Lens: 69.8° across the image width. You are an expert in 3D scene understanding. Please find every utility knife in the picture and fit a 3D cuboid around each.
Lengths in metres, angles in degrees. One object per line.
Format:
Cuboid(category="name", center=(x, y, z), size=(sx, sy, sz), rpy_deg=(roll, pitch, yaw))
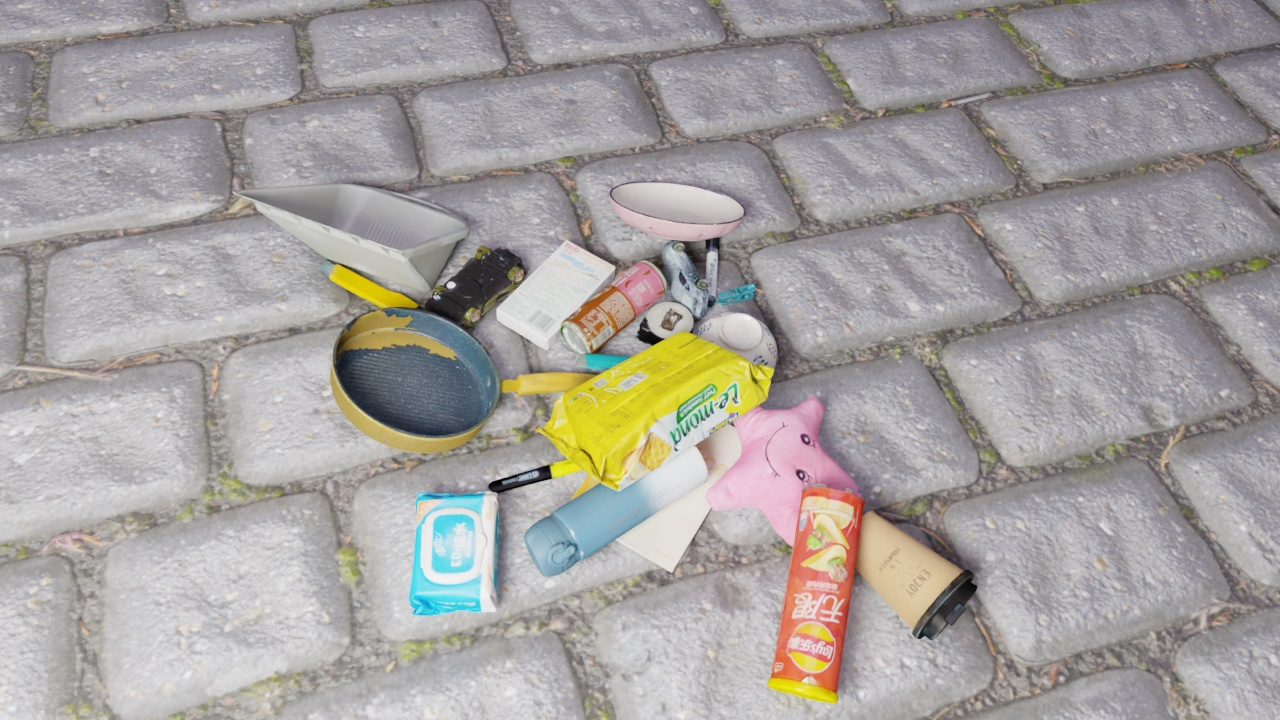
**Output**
Cuboid(category="utility knife", center=(-0.007, 0.007, 1.160), size=(0.160, 0.013, 0.029), rpy_deg=(5, 42, -18))
Cuboid(category="utility knife", center=(-0.353, -0.091, 1.204), size=(0.173, 0.015, 0.033), rpy_deg=(28, 51, 15))

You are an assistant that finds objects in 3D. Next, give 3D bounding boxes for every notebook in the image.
Cuboid(category="notebook", center=(0.026, 0.133, 1.088), size=(0.146, 0.010, 0.205), rpy_deg=(28, 57, 14))

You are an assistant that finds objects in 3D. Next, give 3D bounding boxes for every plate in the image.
Cuboid(category="plate", center=(0.050, -0.205, 1.283), size=(0.192, 0.039, 0.192), rpy_deg=(6, 26, -3))

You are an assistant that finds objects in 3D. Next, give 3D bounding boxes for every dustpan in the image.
Cuboid(category="dustpan", center=(-0.336, -0.190, 1.171), size=(0.223, 0.258, 0.142), rpy_deg=(19, 78, 8))

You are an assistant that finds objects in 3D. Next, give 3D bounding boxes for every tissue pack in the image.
Cuboid(category="tissue pack", center=(-0.198, 0.204, 0.981), size=(0.090, 0.063, 0.139), rpy_deg=(0, 55, -6))

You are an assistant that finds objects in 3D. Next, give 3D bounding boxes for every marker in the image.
Cuboid(category="marker", center=(-0.117, 0.132, 1.071), size=(0.124, 0.015, 0.018), rpy_deg=(-14, 54, -14))
Cuboid(category="marker", center=(0.097, -0.128, 1.278), size=(0.022, 0.018, 0.130), rpy_deg=(3, 53, 6))

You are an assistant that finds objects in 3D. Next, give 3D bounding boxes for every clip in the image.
Cuboid(category="clip", center=(0.131, -0.089, 1.253), size=(0.057, 0.046, 0.014), rpy_deg=(-12, 58, -14))

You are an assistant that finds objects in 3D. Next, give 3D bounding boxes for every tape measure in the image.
Cuboid(category="tape measure", center=(0.036, -0.044, 1.202), size=(0.066, 0.034, 0.065), rpy_deg=(25, 56, 9))

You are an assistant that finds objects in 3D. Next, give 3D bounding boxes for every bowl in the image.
Cuboid(category="bowl", center=(0.123, -0.020, 1.178), size=(0.113, 0.062, 0.113), rpy_deg=(2, 56, -4))

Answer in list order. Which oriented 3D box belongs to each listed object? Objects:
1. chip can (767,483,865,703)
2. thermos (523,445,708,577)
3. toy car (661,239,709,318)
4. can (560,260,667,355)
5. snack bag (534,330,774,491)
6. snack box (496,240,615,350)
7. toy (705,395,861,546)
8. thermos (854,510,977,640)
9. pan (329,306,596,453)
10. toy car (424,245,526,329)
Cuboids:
Cuboid(category="chip can", center=(0.186, 0.242, 0.963), size=(0.073, 0.073, 0.216), rpy_deg=(13, 67, 3))
Cuboid(category="thermos", center=(-0.027, 0.162, 1.015), size=(0.220, 0.070, 0.070), rpy_deg=(-30, 63, -24))
Cuboid(category="toy car", center=(0.057, -0.109, 1.238), size=(0.036, 0.054, 0.120), rpy_deg=(-14, 57, -18))
Cuboid(category="can", center=(-0.034, -0.067, 1.188), size=(0.058, 0.058, 0.147), rpy_deg=(40, 65, 21))
Cuboid(category="snack bag", center=(0.013, 0.047, 1.062), size=(0.246, 0.068, 0.158), rpy_deg=(-30, 30, -21))
Cuboid(category="snack box", center=(-0.111, -0.089, 1.222), size=(0.085, 0.027, 0.156), rpy_deg=(31, 57, 15))
Cuboid(category="toy", center=(0.177, 0.119, 1.075), size=(0.178, 0.075, 0.194), rpy_deg=(22, 59, -2))
Cuboid(category="thermos", center=(0.291, 0.233, 1.003), size=(0.092, 0.093, 0.143), rpy_deg=(-34, 57, -26))
Cuboid(category="pan", center=(-0.185, 0.024, 1.099), size=(0.357, 0.078, 0.197), rpy_deg=(11, 46, -25))
Cuboid(category="toy car", center=(-0.216, -0.094, 1.204), size=(0.070, 0.042, 0.157), rpy_deg=(33, 57, 17))
